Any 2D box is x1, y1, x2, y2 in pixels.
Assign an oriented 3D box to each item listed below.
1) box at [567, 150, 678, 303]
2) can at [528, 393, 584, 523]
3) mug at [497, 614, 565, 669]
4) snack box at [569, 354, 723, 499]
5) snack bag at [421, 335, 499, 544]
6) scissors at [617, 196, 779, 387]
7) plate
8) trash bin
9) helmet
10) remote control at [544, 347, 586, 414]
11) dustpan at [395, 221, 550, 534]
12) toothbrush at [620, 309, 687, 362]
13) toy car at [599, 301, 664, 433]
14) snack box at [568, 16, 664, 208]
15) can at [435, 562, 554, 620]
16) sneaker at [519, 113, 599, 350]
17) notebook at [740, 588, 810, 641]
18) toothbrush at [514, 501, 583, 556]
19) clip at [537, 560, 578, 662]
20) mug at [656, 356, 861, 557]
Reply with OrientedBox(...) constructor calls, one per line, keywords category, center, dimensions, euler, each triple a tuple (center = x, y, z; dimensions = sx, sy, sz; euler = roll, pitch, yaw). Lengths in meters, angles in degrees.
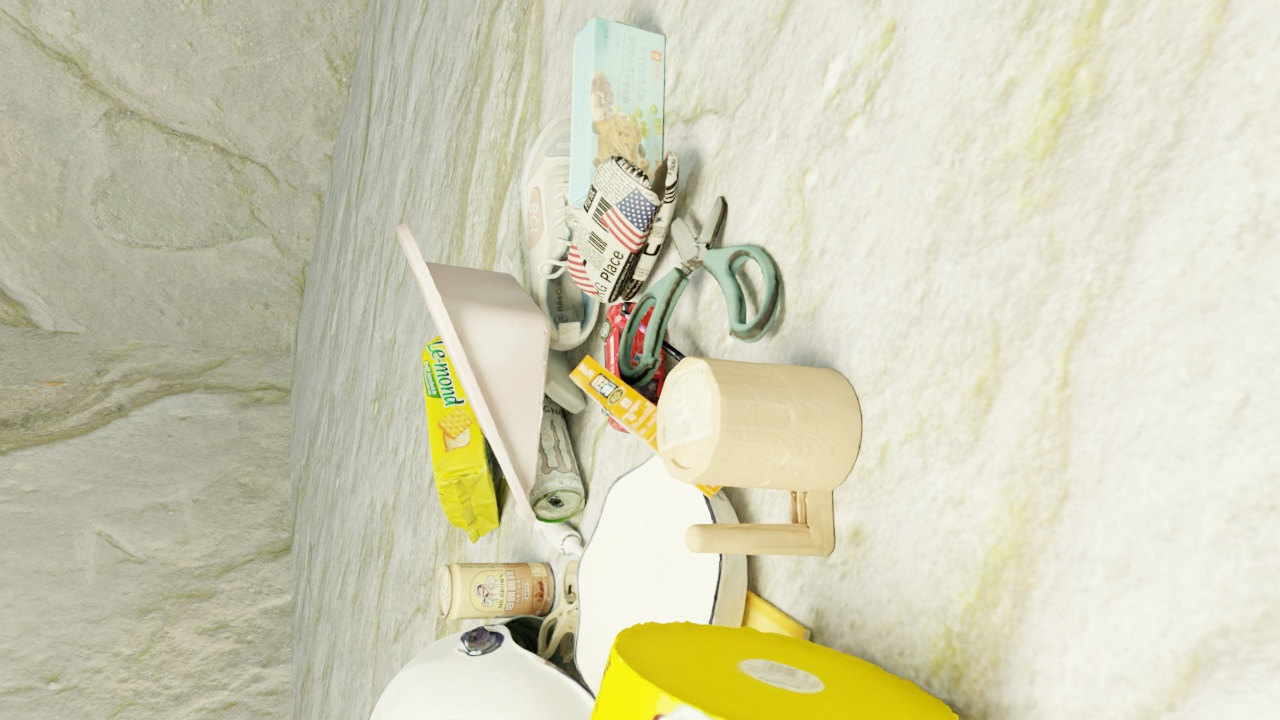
OrientedBox(category="box", center=(-0.021, -0.114, 0.802), dimensions=(0.163, 0.087, 0.076), euler=(120, 153, -52))
OrientedBox(category="can", center=(-0.100, 0.096, 0.963), dimensions=(0.058, 0.058, 0.146), euler=(-61, 35, 38))
OrientedBox(category="mug", center=(-0.127, 0.332, 0.961), dimensions=(0.104, 0.083, 0.124), euler=(-36, 78, 57))
OrientedBox(category="snack box", center=(0.003, 0.046, 0.685), dimensions=(0.026, 0.075, 0.154), euler=(-49, 29, -5))
OrientedBox(category="snack bag", center=(-0.227, 0.086, 1.151), dimensions=(0.158, 0.068, 0.246), euler=(93, 166, -55))
OrientedBox(category="scissors", center=(0.034, -0.043, 0.721), dimensions=(0.181, 0.019, 0.170), euler=(-47, 41, 19))
OrientedBox(category="plate", center=(0.014, 0.176, 0.710), dimensions=(0.205, 0.045, 0.204), euler=(-36, 46, 48))
OrientedBox(category="trash bin", center=(0.048, 0.287, 0.471), dimensions=(0.230, 0.229, 0.255), euler=(9, 88, 63))
OrientedBox(category="helmet", center=(-0.155, 0.371, 0.828), dimensions=(0.259, 0.145, 0.229), euler=(-9, 99, 40))
OrientedBox(category="remote control", center=(-0.100, -0.004, 0.983), dimensions=(0.021, 0.058, 0.150), euler=(-40, 41, 11))
OrientedBox(category="dustpan", center=(-0.182, 0.005, 0.910), dimensions=(0.222, 0.138, 0.274), euler=(-139, 55, -61))
OrientedBox(category="toothbrush", center=(0.037, 0.000, 0.724), dimensions=(0.189, 0.014, 0.018), euler=(41, 111, 43))
OrientedBox(category="toy car", center=(-0.005, 0.005, 0.800), dimensions=(0.045, 0.052, 0.120), euler=(-28, 59, 53))
OrientedBox(category="snack box", center=(-0.022, -0.224, 0.856), dimensions=(0.052, 0.074, 0.174), euler=(-15, 71, 62))
OrientedBox(category="can", center=(-0.154, 0.244, 0.975), dimensions=(0.059, 0.116, 0.058), euler=(-22, 65, 61))
OrientedBox(category="sneaker", center=(-0.075, -0.131, 0.918), dimensions=(0.091, 0.089, 0.242), euler=(-178, 90, -78))
OrientedBox(category="notebook", center=(0.052, 0.231, 0.690), dimensions=(0.206, 0.010, 0.146), euler=(17, 100, 63))
OrientedBox(category="toothbrush", center=(-0.083, 0.181, 0.949), dimensions=(0.026, 0.027, 0.221), euler=(-44, 24, -14))
OrientedBox(category="clip", center=(-0.074, 0.251, 0.911), dimensions=(0.066, 0.034, 0.099), euler=(34, 110, 61))
OrientedBox(category="mug", center=(0.073, 0.061, 0.581), dimensions=(0.084, 0.103, 0.124), euler=(-20, 66, 60))
